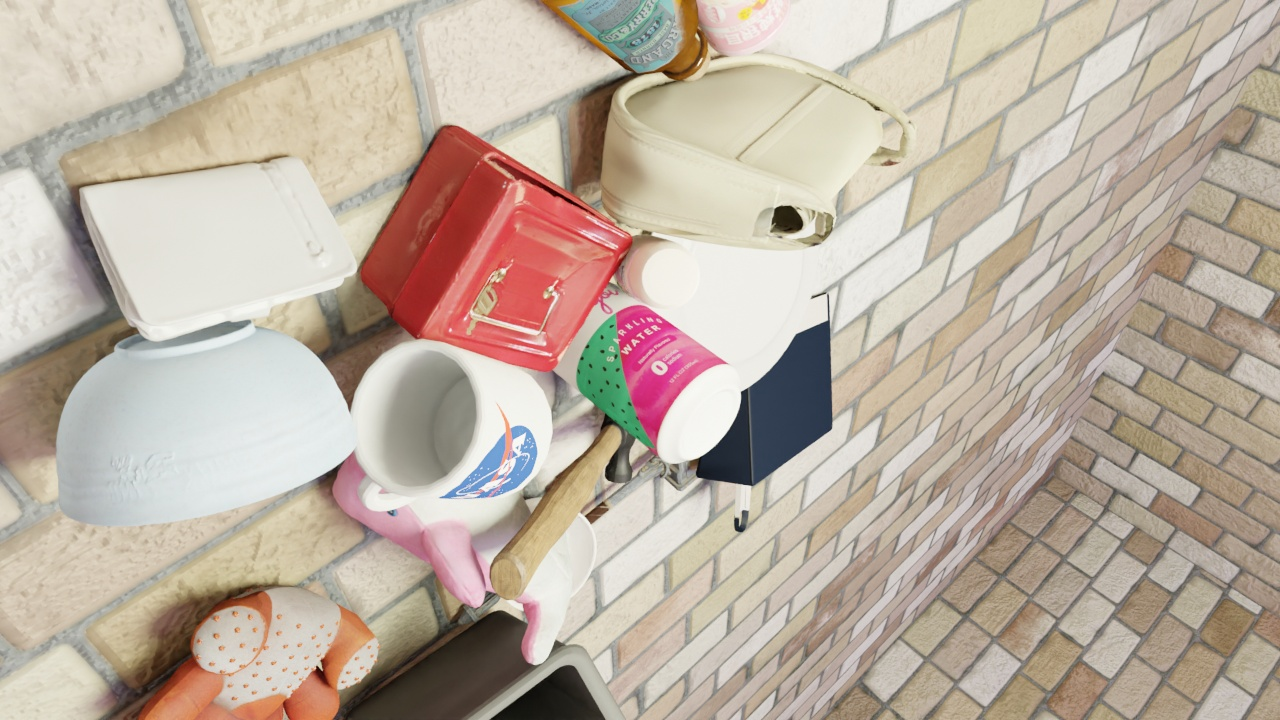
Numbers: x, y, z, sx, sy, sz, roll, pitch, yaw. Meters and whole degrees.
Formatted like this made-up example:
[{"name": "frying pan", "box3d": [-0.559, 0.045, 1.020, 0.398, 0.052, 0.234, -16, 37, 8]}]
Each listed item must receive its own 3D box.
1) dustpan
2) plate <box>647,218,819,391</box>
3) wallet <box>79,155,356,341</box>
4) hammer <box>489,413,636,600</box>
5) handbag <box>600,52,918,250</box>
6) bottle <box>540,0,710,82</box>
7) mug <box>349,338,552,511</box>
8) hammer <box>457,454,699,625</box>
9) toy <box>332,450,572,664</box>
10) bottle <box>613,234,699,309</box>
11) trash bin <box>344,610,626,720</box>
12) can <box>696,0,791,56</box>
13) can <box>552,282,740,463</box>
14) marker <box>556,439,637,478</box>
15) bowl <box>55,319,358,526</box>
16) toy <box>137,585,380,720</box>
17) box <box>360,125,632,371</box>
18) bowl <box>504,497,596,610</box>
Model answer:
[{"name": "dustpan", "box3d": [0.141, 0.072, 1.054, 0.235, 0.080, 0.273, -20, 110, -56]}, {"name": "plate", "box3d": [0.094, -0.076, 0.853, 0.241, 0.016, 0.243, -18, 118, -37]}, {"name": "wallet", "box3d": [-0.217, -0.061, 0.479, 0.116, 0.086, 0.032, -18, 171, -37]}, {"name": "hammer", "box3d": [-0.050, 0.094, 0.746, 0.304, 0.040, 0.132, -50, 148, -67]}, {"name": "handbag", "box3d": [0.087, -0.143, 0.705, 0.228, 0.184, 0.132, -45, 155, -43]}, {"name": "bottle", "box3d": [-0.002, -0.226, 0.595, 0.068, 0.068, 0.156, -58, 148, 9]}, {"name": "mug", "box3d": [-0.125, 0.050, 0.570, 0.121, 0.091, 0.090, -44, 160, 8]}, {"name": "hammer", "box3d": [-0.055, 0.166, 0.949, 0.321, 0.044, 0.099, -37, 145, -21]}, {"name": "toy", "box3d": [-0.149, 0.123, 0.708, 0.128, 0.186, 0.265, -22, 129, 20]}, {"name": "bottle", "box3d": [0.004, -0.072, 0.713, 0.051, 0.146, 0.051, -3, 102, -13]}, {"name": "trash bin", "box3d": [-0.144, 0.317, 0.796, 0.191, 0.097, 0.220, -31, -172, -23]}, {"name": "can", "box3d": [0.064, -0.263, 0.645, 0.067, 0.067, 0.076, -53, 148, -1]}, {"name": "can", "box3d": [-0.004, 0.004, 0.726, 0.088, 0.166, 0.088, -33, 144, -29]}, {"name": "marker", "box3d": [-0.040, 0.095, 0.913, 0.145, 0.019, 0.019, -36, 145, -26]}, {"name": "bowl", "box3d": [-0.232, 0.021, 0.485, 0.150, 0.151, 0.075, -21, 112, -41]}, {"name": "toy", "box3d": [-0.291, 0.248, 0.666, 0.172, 0.093, 0.163, -52, 150, 1]}, {"name": "box", "box3d": [-0.090, -0.064, 0.623, 0.129, 0.087, 0.158, -59, 149, 7]}, {"name": "bowl", "box3d": [-0.099, 0.178, 0.867, 0.104, 0.054, 0.105, -9, 107, -30]}]
